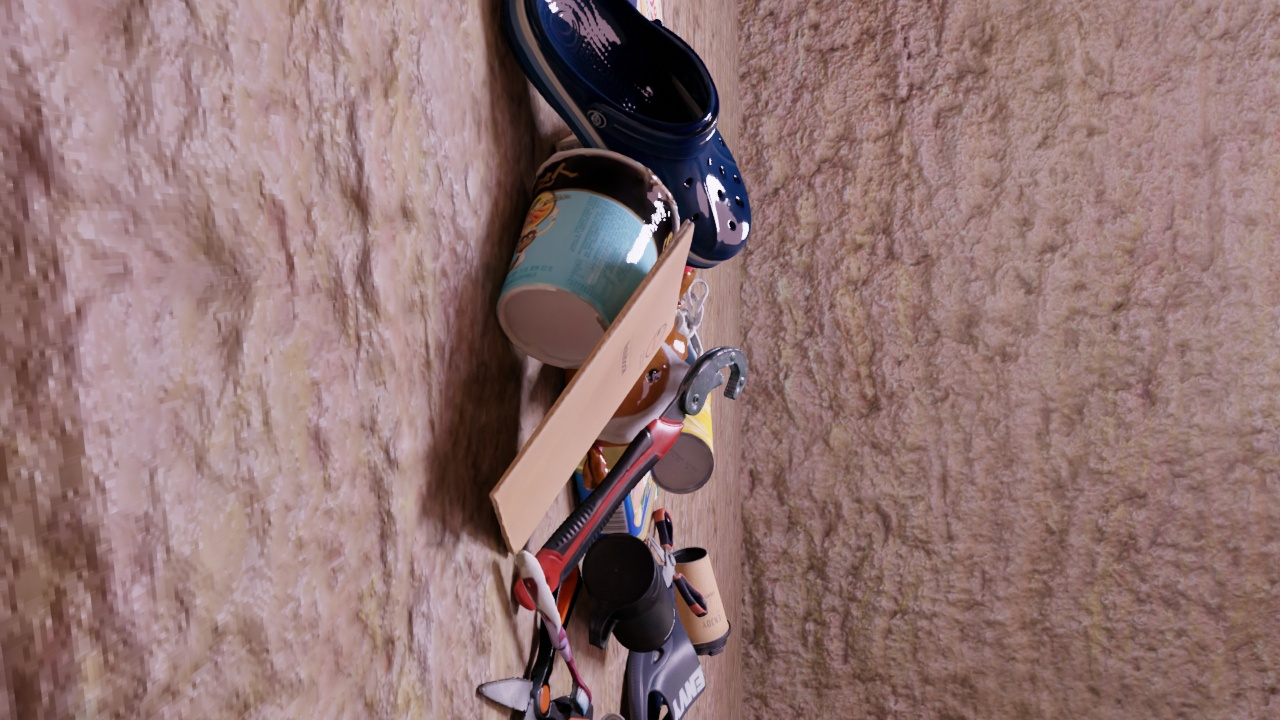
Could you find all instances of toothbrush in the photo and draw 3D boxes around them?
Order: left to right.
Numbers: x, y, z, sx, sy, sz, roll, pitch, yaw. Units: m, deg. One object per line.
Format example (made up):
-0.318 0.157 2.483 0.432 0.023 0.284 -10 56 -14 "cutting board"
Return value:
-0.061 0.196 0.646 0.017 0.016 0.188 -66 151 -45 "toothbrush"

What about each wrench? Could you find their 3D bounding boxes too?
-0.001 0.078 0.693 0.272 0.016 0.056 -45 131 -29 "wrench"

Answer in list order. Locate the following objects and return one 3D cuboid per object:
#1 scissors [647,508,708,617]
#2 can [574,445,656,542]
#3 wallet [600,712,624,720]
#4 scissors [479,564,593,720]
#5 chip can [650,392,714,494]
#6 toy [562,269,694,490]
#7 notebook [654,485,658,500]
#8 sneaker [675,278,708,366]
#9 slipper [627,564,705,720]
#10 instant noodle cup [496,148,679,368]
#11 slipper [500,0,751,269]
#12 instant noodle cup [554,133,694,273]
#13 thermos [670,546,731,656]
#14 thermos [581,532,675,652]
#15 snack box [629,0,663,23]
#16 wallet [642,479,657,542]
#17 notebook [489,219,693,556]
0.040 0.256 1.152 0.222 0.015 0.189 -71 136 -77 "scissors"
-0.023 0.105 0.829 0.101 0.057 0.083 -73 158 -59 "can"
-0.045 0.317 0.668 0.106 0.037 0.130 -57 166 -27 "wallet"
-0.072 0.236 0.670 0.221 0.022 0.231 72 20 -46 "scissors"
0.046 0.075 1.029 0.213 0.072 0.072 -81 169 -72 "chip can"
-0.005 0.005 0.778 0.199 0.130 0.140 -60 156 -52 "toy"
0.008 0.077 1.121 0.150 0.012 0.209 -11 101 -80 "notebook"
0.023 -0.042 0.946 0.242 0.091 0.089 71 27 -50 "sneaker"
0.036 0.353 1.100 0.267 0.083 0.111 -77 162 -56 "slipper"
-0.040 -0.063 0.615 0.111 0.111 0.120 79 23 -47 "instant noodle cup"
0.012 -0.176 0.639 0.253 0.095 0.104 47 59 -29 "slipper"
-0.011 -0.133 0.760 0.116 0.117 0.124 -65 142 -66 "instant noodle cup"
0.079 0.349 1.336 0.093 0.093 0.143 -50 133 -74 "thermos"
-0.014 0.223 0.825 0.089 0.068 0.243 -61 163 -18 "thermos"
-0.010 -0.319 0.921 0.178 0.046 0.182 79 16 -50 "snack box"
-0.009 0.127 0.972 0.132 0.031 0.107 72 21 -48 "wallet"
-0.028 0.023 0.590 0.207 0.008 0.148 -55 169 -22 "notebook"
